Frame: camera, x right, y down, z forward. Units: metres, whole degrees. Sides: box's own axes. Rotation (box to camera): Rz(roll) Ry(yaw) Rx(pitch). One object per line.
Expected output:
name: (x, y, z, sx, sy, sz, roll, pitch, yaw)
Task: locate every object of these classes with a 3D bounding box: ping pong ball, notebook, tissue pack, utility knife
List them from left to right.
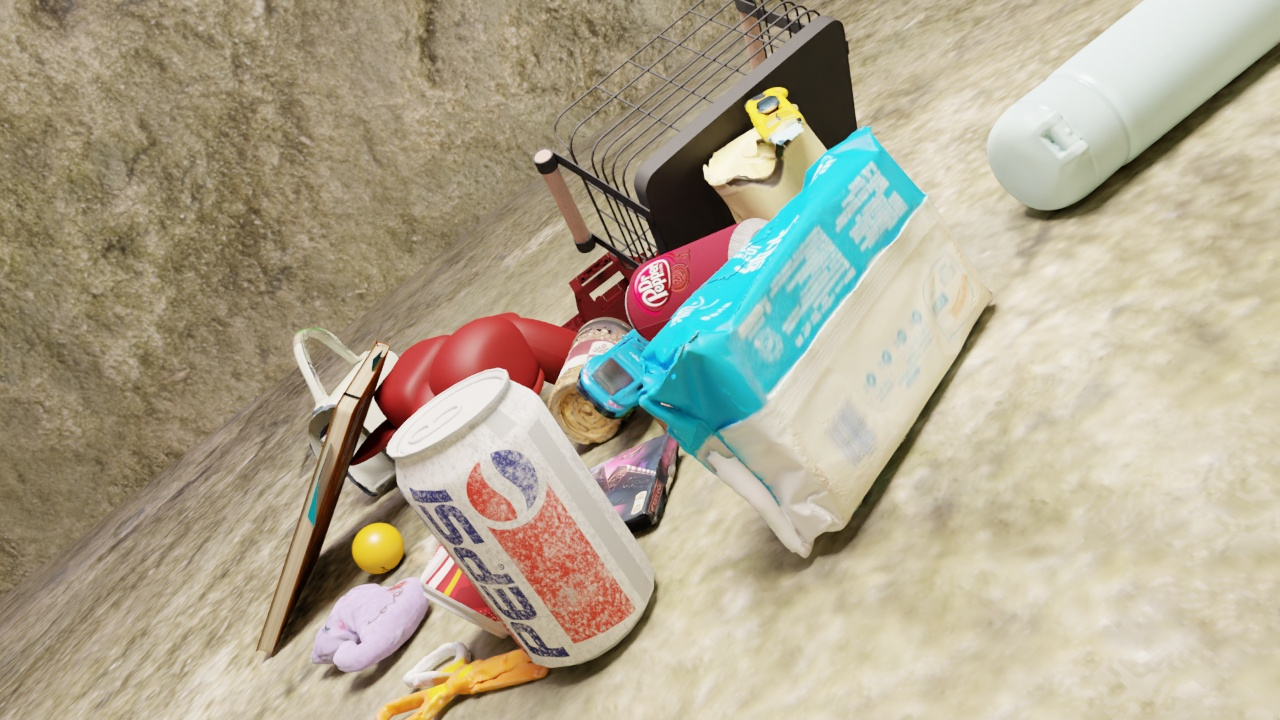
notebook: (-0.268, 0.108, 0.784, 0.178, 0.014, 0.249, -104, 35, -71)
ping pong ball: (-0.210, 0.150, 0.735, 0.040, 0.040, 0.040, -34, 18, 13)
utility knife: (0.085, -0.153, 0.574, 0.030, 0.017, 0.175, -32, 21, 14)
tissue pack: (0.087, -0.013, 0.440, 0.208, 0.117, 0.066, -49, 15, -32)

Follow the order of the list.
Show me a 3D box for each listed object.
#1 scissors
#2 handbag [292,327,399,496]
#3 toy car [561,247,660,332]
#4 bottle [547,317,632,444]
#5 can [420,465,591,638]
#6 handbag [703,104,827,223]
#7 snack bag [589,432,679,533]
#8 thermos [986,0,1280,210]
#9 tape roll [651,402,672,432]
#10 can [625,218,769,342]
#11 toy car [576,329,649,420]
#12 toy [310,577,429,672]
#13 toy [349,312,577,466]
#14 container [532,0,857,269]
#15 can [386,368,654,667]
scissors: (-0.090, 0.170, 0.506, 0.132, 0.012, 0.073, -26, 18, 23)
handbag: (-0.301, 0.040, 0.960, 0.074, 0.176, 0.151, -34, 19, 18)
toy car: (-0.015, -0.068, 0.859, 0.170, 0.062, 0.070, -38, 18, 2)
bottle: (-0.033, 0.014, 0.703, 0.056, 0.056, 0.105, -31, 19, 22)
can: (-0.075, 0.099, 0.525, 0.064, 0.064, 0.104, -4, 55, 60)
handbag: (0.103, -0.102, 0.624, 0.081, 0.119, 0.111, -31, 19, 14)
snack bag: (-0.042, 0.099, 0.577, 0.156, 0.018, 0.074, -29, 23, 31)
thermos: (0.288, -0.166, 0.507, 0.207, 0.065, 0.078, -39, -5, -1)
tape roll: (0.047, 0.011, 0.600, 0.094, 0.027, 0.094, -34, 18, 13)
can: (0.045, -0.047, 0.592, 0.114, 0.063, 0.063, -16, 28, 50)
toy car: (-0.004, 0.004, 0.650, 0.105, 0.048, 0.032, -35, -14, -52)
toy: (-0.189, 0.182, 0.626, 0.100, 0.036, 0.080, -22, 23, 37)
toy: (-0.153, 0.029, 0.794, 0.198, 0.120, 0.158, -11, 42, 42)
container: (0.055, -0.175, 0.749, 0.241, 0.163, 0.130, -42, 52, -12)
can: (-0.056, 0.078, 0.449, 0.078, 0.136, 0.078, -28, 20, 11)
